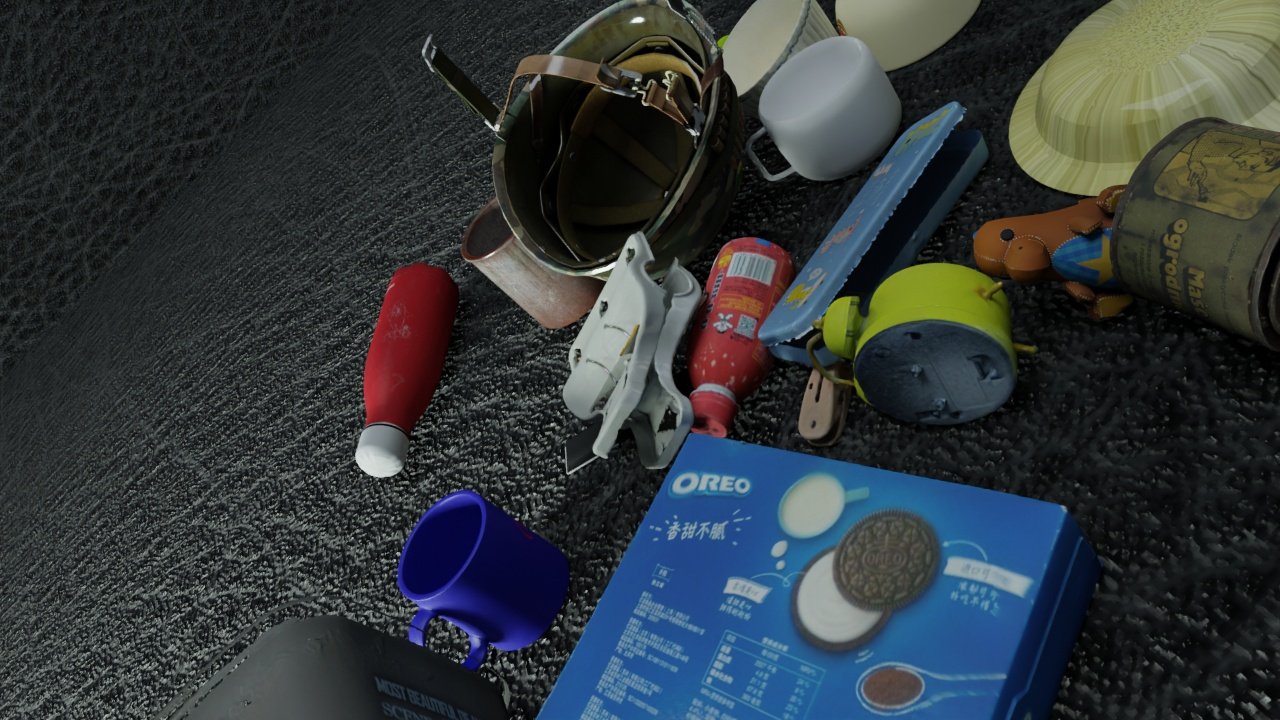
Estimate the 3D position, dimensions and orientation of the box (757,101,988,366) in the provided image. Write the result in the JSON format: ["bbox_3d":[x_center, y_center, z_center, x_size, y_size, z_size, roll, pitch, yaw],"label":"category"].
[{"bbox_3d":[0.145,-0.089,0.590,0.209,0.052,0.067,-50,32,-20],"label":"box"}]

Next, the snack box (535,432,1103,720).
[{"bbox_3d":[0.073,0.145,0.456,0.239,0.056,0.195,7,61,50],"label":"snack box"}]

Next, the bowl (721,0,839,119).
[{"bbox_3d":[0.119,-0.251,0.771,0.116,0.062,0.115,-42,33,36],"label":"bowl"}]

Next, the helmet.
[{"bbox_3d":[-0.020,-0.173,0.694,0.193,0.235,0.224,10,94,32],"label":"helmet"}]

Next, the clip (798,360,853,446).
[{"bbox_3d":[0.113,0.021,0.558,0.026,0.049,0.061,1,29,46],"label":"clip"}]

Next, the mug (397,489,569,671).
[{"bbox_3d":[-0.111,0.155,0.613,0.079,0.083,0.111,-5,52,43],"label":"mug"}]

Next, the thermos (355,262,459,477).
[{"bbox_3d":[-0.229,0.008,0.888,0.073,0.073,0.239,-26,41,27],"label":"thermos"}]

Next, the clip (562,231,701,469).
[{"bbox_3d":[0.001,0.004,0.613,0.126,0.089,0.150,-63,34,35],"label":"clip"}]

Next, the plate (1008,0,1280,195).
[{"bbox_3d":[0.306,-0.179,0.542,0.185,0.036,0.184,-27,39,24],"label":"plate"}]

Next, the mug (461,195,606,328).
[{"bbox_3d":[-0.100,-0.095,0.827,0.096,0.110,0.123,-50,34,-13],"label":"mug"}]

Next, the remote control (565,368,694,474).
[{"bbox_3d":[-0.009,0.044,0.678,0.124,0.012,0.028,-32,38,20],"label":"remote control"}]

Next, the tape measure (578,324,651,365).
[{"bbox_3d":[-0.015,-0.008,0.718,0.068,0.030,0.058,9,63,47],"label":"tape measure"}]

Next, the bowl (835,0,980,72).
[{"bbox_3d":[0.203,-0.302,0.738,0.118,0.074,0.117,-28,40,25],"label":"bowl"}]

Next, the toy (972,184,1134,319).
[{"bbox_3d":[0.226,-0.069,0.497,0.090,0.071,0.102,-2,27,13],"label":"toy"}]

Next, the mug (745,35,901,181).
[{"bbox_3d":[0.136,-0.183,0.699,0.116,0.068,0.094,-34,37,17],"label":"mug"}]

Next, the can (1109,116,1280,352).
[{"bbox_3d":[0.275,-0.057,0.413,0.090,0.090,0.074,-47,35,0],"label":"can"}]

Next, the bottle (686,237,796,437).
[{"bbox_3d":[0.062,-0.013,0.616,0.062,0.062,0.137,-8,49,42],"label":"bottle"}]

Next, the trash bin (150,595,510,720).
[{"bbox_3d":[-0.137,0.276,0.444,0.197,0.197,0.220,-45,41,-1],"label":"trash bin"}]

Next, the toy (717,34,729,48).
[{"bbox_3d":[0.103,-0.286,0.863,0.094,0.036,0.094,-31,44,13],"label":"toy"}]

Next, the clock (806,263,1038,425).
[{"bbox_3d":[0.148,-0.006,0.502,0.119,0.083,0.056,-13,42,34],"label":"clock"}]
